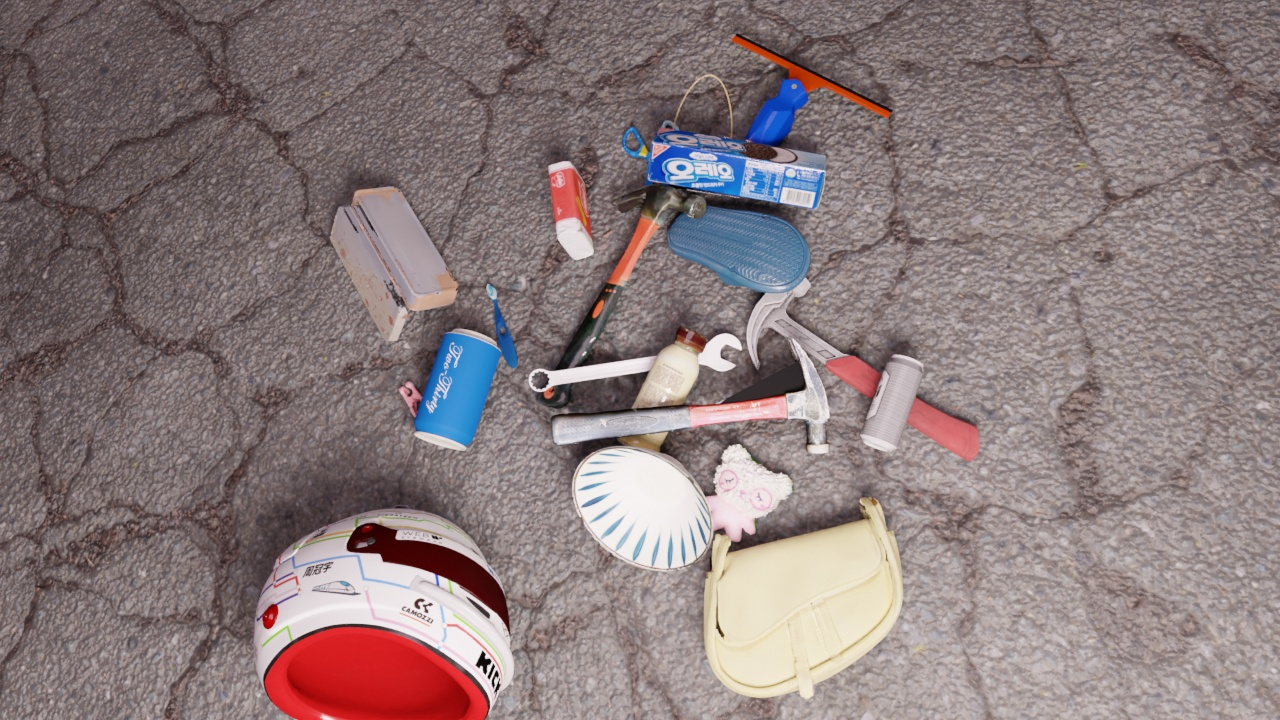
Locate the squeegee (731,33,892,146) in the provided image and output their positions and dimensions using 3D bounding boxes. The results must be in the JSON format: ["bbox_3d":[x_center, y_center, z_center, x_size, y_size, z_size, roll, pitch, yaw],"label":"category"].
[{"bbox_3d":[0.179,-0.319,1.236,0.249,0.055,0.185,34,92,19],"label":"squeegee"}]

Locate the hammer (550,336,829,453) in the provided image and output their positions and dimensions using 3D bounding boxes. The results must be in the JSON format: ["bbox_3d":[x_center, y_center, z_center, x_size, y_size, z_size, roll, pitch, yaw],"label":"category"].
[{"bbox_3d":[0.057,0.056,1.083,0.326,0.036,0.140,-6,90,-1],"label":"hammer"}]

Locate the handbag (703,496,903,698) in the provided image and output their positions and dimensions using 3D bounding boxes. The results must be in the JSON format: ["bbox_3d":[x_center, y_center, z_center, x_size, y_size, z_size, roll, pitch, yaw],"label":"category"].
[{"bbox_3d":[0.178,0.263,1.006,0.233,0.088,0.190,-17,73,8],"label":"handbag"}]

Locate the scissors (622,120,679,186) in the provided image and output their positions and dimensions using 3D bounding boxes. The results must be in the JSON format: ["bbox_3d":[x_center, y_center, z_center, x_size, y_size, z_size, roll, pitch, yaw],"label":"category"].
[{"bbox_3d":[0.028,-0.282,1.284,0.105,0.019,0.131,-27,70,5],"label":"scissors"}]

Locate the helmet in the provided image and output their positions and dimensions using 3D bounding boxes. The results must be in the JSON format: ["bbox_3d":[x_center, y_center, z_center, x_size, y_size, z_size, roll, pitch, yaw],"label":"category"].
[{"bbox_3d":[-0.276,0.282,1.037,0.315,0.231,0.235,-8,33,17],"label":"helmet"}]

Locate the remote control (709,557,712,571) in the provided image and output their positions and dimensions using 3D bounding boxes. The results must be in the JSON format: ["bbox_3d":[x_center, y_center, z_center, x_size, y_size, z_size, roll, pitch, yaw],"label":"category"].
[{"bbox_3d":[0.143,0.244,1.069,0.125,0.010,0.039,-4,70,12],"label":"remote control"}]

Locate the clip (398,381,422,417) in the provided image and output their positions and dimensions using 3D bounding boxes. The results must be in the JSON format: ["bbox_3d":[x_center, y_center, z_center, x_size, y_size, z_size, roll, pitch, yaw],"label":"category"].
[{"bbox_3d":[-0.301,0.049,1.240,0.037,0.022,0.058,-43,65,0],"label":"clip"}]

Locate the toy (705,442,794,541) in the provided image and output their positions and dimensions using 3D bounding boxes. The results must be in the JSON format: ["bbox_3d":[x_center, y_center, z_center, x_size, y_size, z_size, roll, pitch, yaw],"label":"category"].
[{"bbox_3d":[0.120,0.162,1.090,0.096,0.041,0.109,31,86,20],"label":"toy"}]

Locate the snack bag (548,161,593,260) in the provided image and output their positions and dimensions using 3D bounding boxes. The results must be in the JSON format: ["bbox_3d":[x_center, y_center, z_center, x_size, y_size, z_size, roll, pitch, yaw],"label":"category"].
[{"bbox_3d":[-0.094,-0.205,1.248,0.036,0.077,0.115,-13,69,11],"label":"snack bag"}]

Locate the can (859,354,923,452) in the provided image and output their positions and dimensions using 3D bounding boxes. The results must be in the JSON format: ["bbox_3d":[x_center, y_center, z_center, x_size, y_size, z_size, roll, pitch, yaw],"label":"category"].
[{"bbox_3d":[0.289,0.049,1.054,0.044,0.044,0.106,19,82,19],"label":"can"}]

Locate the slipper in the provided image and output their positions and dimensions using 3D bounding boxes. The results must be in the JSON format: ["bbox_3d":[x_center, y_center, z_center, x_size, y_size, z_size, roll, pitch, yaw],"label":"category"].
[{"bbox_3d":[0.128,-0.145,1.185,0.214,0.059,0.103,27,77,36],"label":"slipper"}]

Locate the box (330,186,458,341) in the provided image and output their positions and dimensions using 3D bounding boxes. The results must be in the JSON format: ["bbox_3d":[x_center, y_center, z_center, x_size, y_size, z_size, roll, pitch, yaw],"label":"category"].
[{"bbox_3d":[-0.353,-0.141,1.309,0.104,0.096,0.216,-19,62,-31],"label":"box"}]

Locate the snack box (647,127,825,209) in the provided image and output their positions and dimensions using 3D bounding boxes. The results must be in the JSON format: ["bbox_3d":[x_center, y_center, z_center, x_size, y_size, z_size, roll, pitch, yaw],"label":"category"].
[{"bbox_3d":[0.125,-0.250,1.192,0.226,0.059,0.059,10,35,6],"label":"snack box"}]

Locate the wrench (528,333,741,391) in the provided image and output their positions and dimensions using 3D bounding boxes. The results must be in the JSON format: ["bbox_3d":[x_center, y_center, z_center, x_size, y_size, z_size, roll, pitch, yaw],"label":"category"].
[{"bbox_3d":[-0.007,0.007,1.165,0.273,0.009,0.047,-9,89,2],"label":"wrench"}]

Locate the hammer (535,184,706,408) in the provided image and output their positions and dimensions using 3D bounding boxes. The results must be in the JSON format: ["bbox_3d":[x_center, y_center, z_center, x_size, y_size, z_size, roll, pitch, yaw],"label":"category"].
[{"bbox_3d":[-0.042,-0.085,1.207,0.133,0.033,0.333,23,82,37],"label":"hammer"}]

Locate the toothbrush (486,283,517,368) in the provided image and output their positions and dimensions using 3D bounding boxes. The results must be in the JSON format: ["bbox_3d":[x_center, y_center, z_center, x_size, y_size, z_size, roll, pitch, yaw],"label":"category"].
[{"bbox_3d":[-0.190,-0.048,1.249,0.021,0.016,0.132,-23,67,7],"label":"toothbrush"}]

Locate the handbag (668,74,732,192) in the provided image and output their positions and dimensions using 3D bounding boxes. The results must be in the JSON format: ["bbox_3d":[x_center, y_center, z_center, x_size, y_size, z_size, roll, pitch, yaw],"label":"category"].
[{"bbox_3d":[0.086,-0.320,1.269,0.084,0.027,0.177,8,73,7],"label":"handbag"}]

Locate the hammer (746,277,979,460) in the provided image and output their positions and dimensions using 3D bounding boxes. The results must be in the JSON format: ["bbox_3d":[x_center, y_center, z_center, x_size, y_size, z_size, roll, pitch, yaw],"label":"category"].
[{"bbox_3d":[0.266,0.022,1.108,0.316,0.036,0.126,37,85,21],"label":"hammer"}]

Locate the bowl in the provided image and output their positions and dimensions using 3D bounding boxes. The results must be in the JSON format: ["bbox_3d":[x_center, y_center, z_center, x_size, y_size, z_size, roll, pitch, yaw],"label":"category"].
[{"bbox_3d":[0.014,0.158,1.082,0.177,0.178,0.070,17,35,18],"label":"bowl"}]

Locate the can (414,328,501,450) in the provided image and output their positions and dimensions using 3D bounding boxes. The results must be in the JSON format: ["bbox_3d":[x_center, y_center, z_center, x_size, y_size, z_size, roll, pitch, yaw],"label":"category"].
[{"bbox_3d":[-0.238,0.037,1.197,0.079,0.079,0.146,11,74,17],"label":"can"}]

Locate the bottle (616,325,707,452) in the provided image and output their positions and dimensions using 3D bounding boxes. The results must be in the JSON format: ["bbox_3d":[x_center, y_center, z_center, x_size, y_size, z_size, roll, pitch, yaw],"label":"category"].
[{"bbox_3d":[0.030,0.037,1.129,0.056,0.056,0.162,27,90,20],"label":"bottle"}]
